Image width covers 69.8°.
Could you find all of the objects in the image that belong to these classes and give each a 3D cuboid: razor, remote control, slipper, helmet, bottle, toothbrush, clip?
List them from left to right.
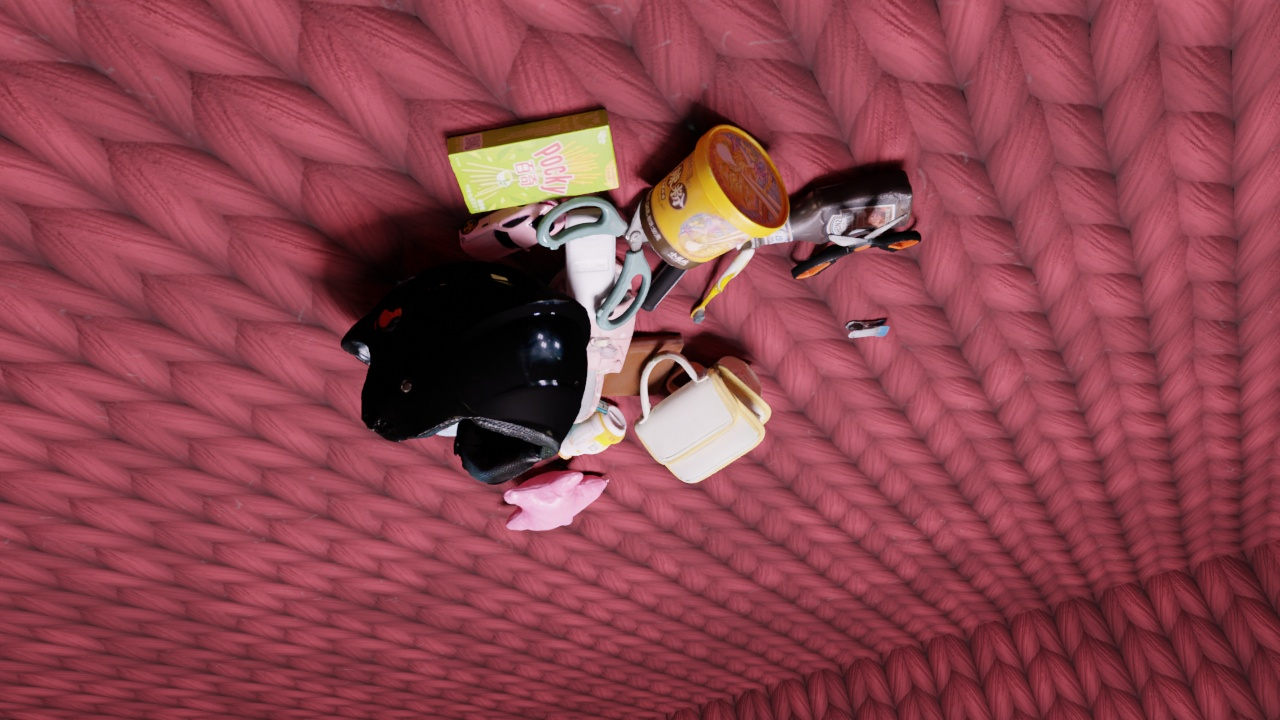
[{"bbox_3d":[-0.185,0.002,1.003,0.275,0.230,0.233,27,169,24],"label":"helmet"},{"bbox_3d":[-0.103,0.090,1.297,0.043,0.028,0.133,26,128,-36],"label":"razor"},{"bbox_3d":[-0.074,-0.011,1.128,0.114,0.054,0.275,3,133,-16],"label":"slipper"},{"bbox_3d":[-0.075,0.106,1.331,0.109,0.063,0.063,-30,142,28],"label":"bottle"},{"bbox_3d":[-0.056,-0.105,1.019,0.056,0.020,0.136,-5,125,-9],"label":"remote control"},{"bbox_3d":[0.058,-0.127,1.048,0.026,0.027,0.213,35,134,-7],"label":"toothbrush"},{"bbox_3d":[0.096,-0.086,1.092,0.016,0.018,0.192,-3,160,-19],"label":"toothbrush"},{"bbox_3d":[0.200,-0.160,1.020,0.195,0.044,0.080,-12,154,6],"label":"bottle"},{"bbox_3d":[0.308,-0.043,1.248,0.058,0.036,0.026,-6,149,-11],"label":"clip"}]

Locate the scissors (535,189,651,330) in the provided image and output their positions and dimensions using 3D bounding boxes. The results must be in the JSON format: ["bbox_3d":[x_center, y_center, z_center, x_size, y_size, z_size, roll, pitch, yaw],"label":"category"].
[{"bbox_3d":[-0.041,-0.105,0.993,0.171,0.019,0.170,-7,123,-32],"label":"scissors"}]

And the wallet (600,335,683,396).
[{"bbox_3d":[-0.007,0.007,1.232,0.101,0.032,0.125,1,146,-21],"label":"wallet"}]

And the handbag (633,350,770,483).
[{"bbox_3d":[0.062,0.070,1.218,0.178,0.063,0.164,42,125,-16],"label":"handbag"}]

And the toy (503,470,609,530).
[{"bbox_3d":[-0.135,0.228,1.495,0.178,0.074,0.195,-14,152,-12],"label":"toy"}]

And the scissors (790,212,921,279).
[{"bbox_3d":[0.247,-0.132,1.025,0.227,0.021,0.221,-12,173,-33],"label":"scissors"}]

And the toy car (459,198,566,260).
[{"bbox_3d":[-0.136,-0.138,0.974,0.123,0.037,0.056,-22,144,20],"label":"toy car"}]

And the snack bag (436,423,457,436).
[{"bbox_3d":[-0.208,0.085,1.286,0.190,0.038,0.110,22,117,-41],"label":"snack bag"}]

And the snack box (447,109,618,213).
[{"bbox_3d":[-0.103,-0.195,0.905,0.156,0.026,0.086,-10,148,0],"label":"snack box"}]

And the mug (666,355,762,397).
[{"bbox_3d":[0.095,0.045,1.281,0.114,0.081,0.106,37,129,-11],"label":"mug"}]

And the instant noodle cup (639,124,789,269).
[{"bbox_3d":[0.070,-0.158,0.931,0.118,0.118,0.115,19,145,-37],"label":"instant noodle cup"}]
